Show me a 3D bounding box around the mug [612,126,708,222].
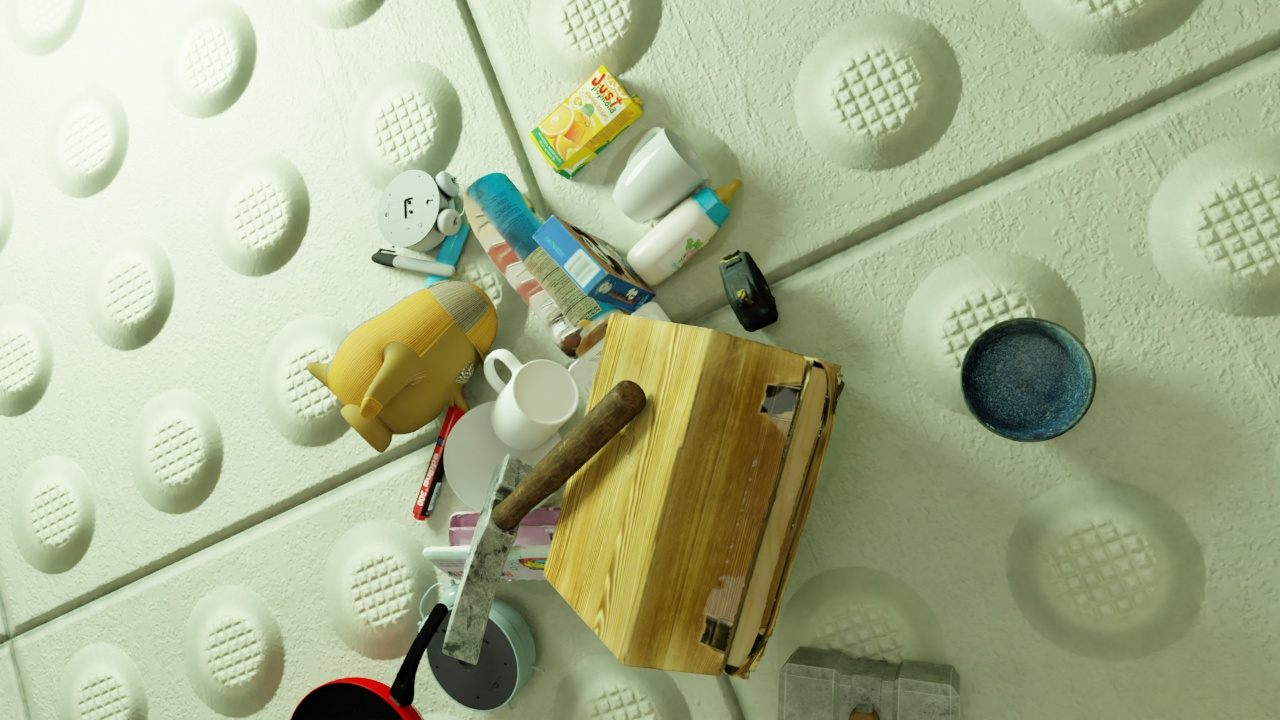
[{"bbox_3d":[0.012,-0.207,1.000,0.090,0.071,0.107,-39,47,22],"label":"mug"}]

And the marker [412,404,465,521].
[{"bbox_3d":[-0.238,0.121,1.086,0.023,0.021,0.145,26,98,60],"label":"marker"}]

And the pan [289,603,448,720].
[{"bbox_3d":[-0.288,0.411,1.048,0.209,0.067,0.357,35,105,19],"label":"pan"}]

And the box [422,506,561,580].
[{"bbox_3d":[-0.136,0.208,1.007,0.202,0.095,0.088,-5,87,19],"label":"box"}]

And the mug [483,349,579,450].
[{"bbox_3d":[-0.128,0.036,0.998,0.110,0.091,0.073,47,58,1],"label":"mug"}]

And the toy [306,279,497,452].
[{"bbox_3d":[-0.245,-0.001,1.041,0.203,0.199,0.162,-43,101,-7],"label":"toy"}]

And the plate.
[{"bbox_3d":[-0.153,0.111,1.031,0.134,0.011,0.134,4,70,-11],"label":"plate"}]

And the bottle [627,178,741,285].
[{"bbox_3d":[0.052,-0.143,0.983,0.146,0.051,0.051,-41,75,13],"label":"bottle"}]

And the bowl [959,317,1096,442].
[{"bbox_3d":[0.359,0.019,0.859,0.114,0.060,0.114,-1,87,18],"label":"bowl"}]

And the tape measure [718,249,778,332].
[{"bbox_3d":[0.113,-0.067,0.947,0.042,0.072,0.071,-26,50,11],"label":"tape measure"}]

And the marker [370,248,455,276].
[{"bbox_3d":[-0.275,-0.119,1.107,0.139,0.016,0.022,11,90,30],"label":"marker"}]

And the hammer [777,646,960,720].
[{"bbox_3d":[0.180,0.325,0.768,0.163,0.317,0.083,1,87,20],"label":"hammer"}]

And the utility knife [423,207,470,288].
[{"bbox_3d":[-0.245,-0.100,1.105,0.031,0.015,0.173,27,93,22],"label":"utility knife"}]

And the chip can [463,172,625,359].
[{"bbox_3d":[-0.115,-0.107,1.029,0.080,0.079,0.229,-43,74,12],"label":"chip can"}]

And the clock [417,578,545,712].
[{"bbox_3d":[-0.187,0.318,1.031,0.159,0.045,0.123,43,113,13],"label":"clock"}]

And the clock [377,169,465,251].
[{"bbox_3d":[-0.258,-0.180,1.097,0.123,0.035,0.094,-10,77,25],"label":"clock"}]

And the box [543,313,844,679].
[{"bbox_3d":[0.073,0.117,0.834,0.215,0.257,0.279,16,90,-21],"label":"box"}]

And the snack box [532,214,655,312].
[{"bbox_3d":[-0.045,-0.098,0.962,0.034,0.151,0.087,-45,74,11],"label":"snack box"}]

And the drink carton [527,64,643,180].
[{"bbox_3d":[-0.060,-0.270,1.036,0.123,0.041,0.058,-39,75,13],"label":"drink carton"}]

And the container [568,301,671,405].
[{"bbox_3d":[-0.006,0.006,0.995,0.129,0.049,0.080,-39,75,13],"label":"container"}]

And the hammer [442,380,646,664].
[{"bbox_3d":[-0.088,0.133,0.844,0.037,0.217,0.302,27,137,-18],"label":"hammer"}]
